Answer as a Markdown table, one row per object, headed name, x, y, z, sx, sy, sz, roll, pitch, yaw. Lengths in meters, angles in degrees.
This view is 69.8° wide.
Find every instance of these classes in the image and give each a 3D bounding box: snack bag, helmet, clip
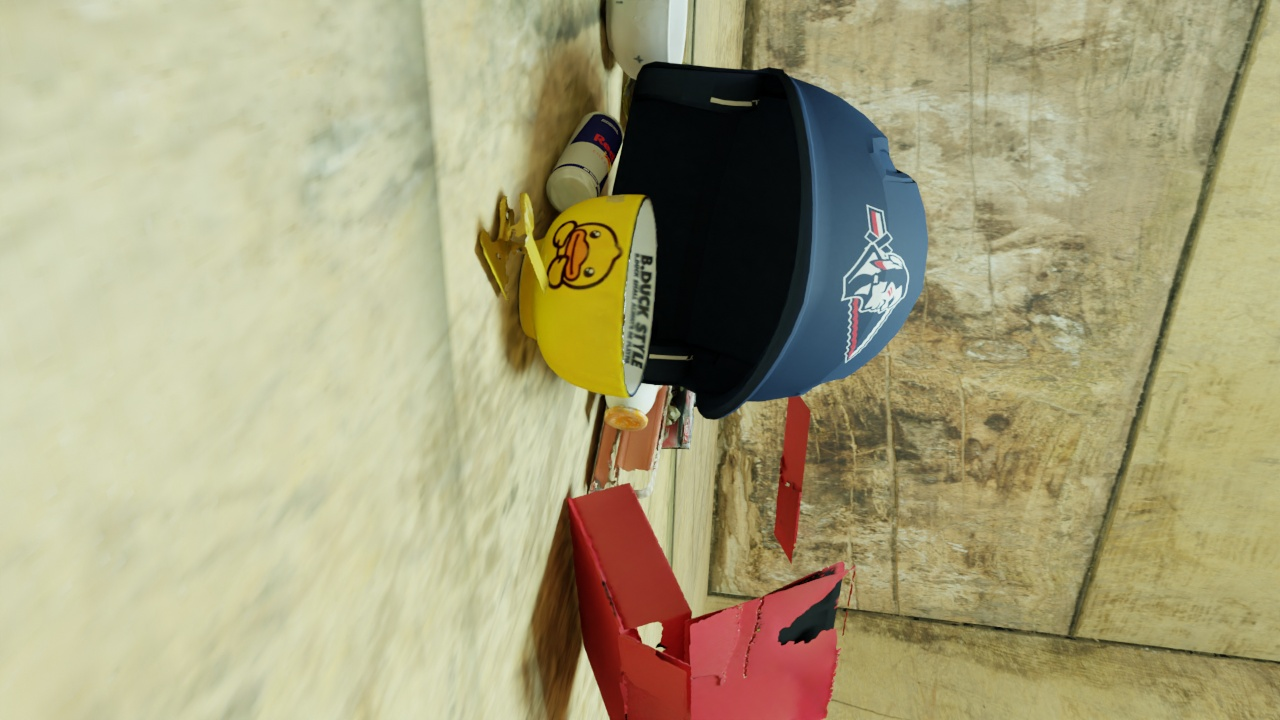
| name | x | y | z | sx | sy | sz | roll | pitch | yaw |
| --- | --- | --- | --- | --- | --- | --- | --- | --- | --- |
| snack bag | 0.026 | 0.059 | 0.987 | 0.155 | 0.018 | 0.074 | 162 | -66 | -70 |
| helmet | 0.087 | -0.075 | 0.628 | 0.272 | 0.223 | 0.232 | -90 | -168 | -71 |
| clip | -0.060 | -0.060 | 0.465 | 0.048 | 0.045 | 0.054 | -56 | 161 | -17 |

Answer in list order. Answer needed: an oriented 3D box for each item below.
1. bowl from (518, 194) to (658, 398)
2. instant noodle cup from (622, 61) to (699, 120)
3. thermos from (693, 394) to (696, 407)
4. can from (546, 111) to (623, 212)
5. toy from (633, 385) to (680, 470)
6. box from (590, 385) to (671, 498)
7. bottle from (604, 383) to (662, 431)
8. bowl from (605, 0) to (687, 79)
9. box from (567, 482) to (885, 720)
| name | x | y | z | sx | sy | sz | roll | pitch | yaw |
| --- | --- | --- | --- | --- | --- | --- | --- | --- | --- |
| bowl | -0.031 | -0.039 | 0.536 | 0.117 | 0.068 | 0.117 | 6 | 89 | -82 |
| instant noodle cup | 0.031 | -0.225 | 0.823 | 0.108 | 0.102 | 0.102 | -11 | 106 | -72 |
| thermos | 0.050 | -0.010 | 1.102 | 0.221 | 0.098 | 0.098 | 55 | 40 | -69 |
| can | -0.035 | -0.126 | 0.586 | 0.095 | 0.032 | 0.032 | -75 | 167 | -52 |
| toy | 0.007 | 0.062 | 0.916 | 0.076 | 0.063 | 0.100 | 55 | 45 | -61 |
| box | -0.003 | 0.041 | 0.817 | 0.079 | 0.054 | 0.186 | -25 | -137 | 45 |
| bottle | -0.005 | 0.005 | 0.775 | 0.063 | 0.063 | 0.108 | 82 | 13 | -59 |
| bowl | 0.004 | -0.268 | 0.705 | 0.105 | 0.054 | 0.105 | 8 | 89 | -81 |
| box | 0.080 | 0.274 | 0.645 | 0.107 | 0.410 | 0.212 | -32 | 138 | -31 |
